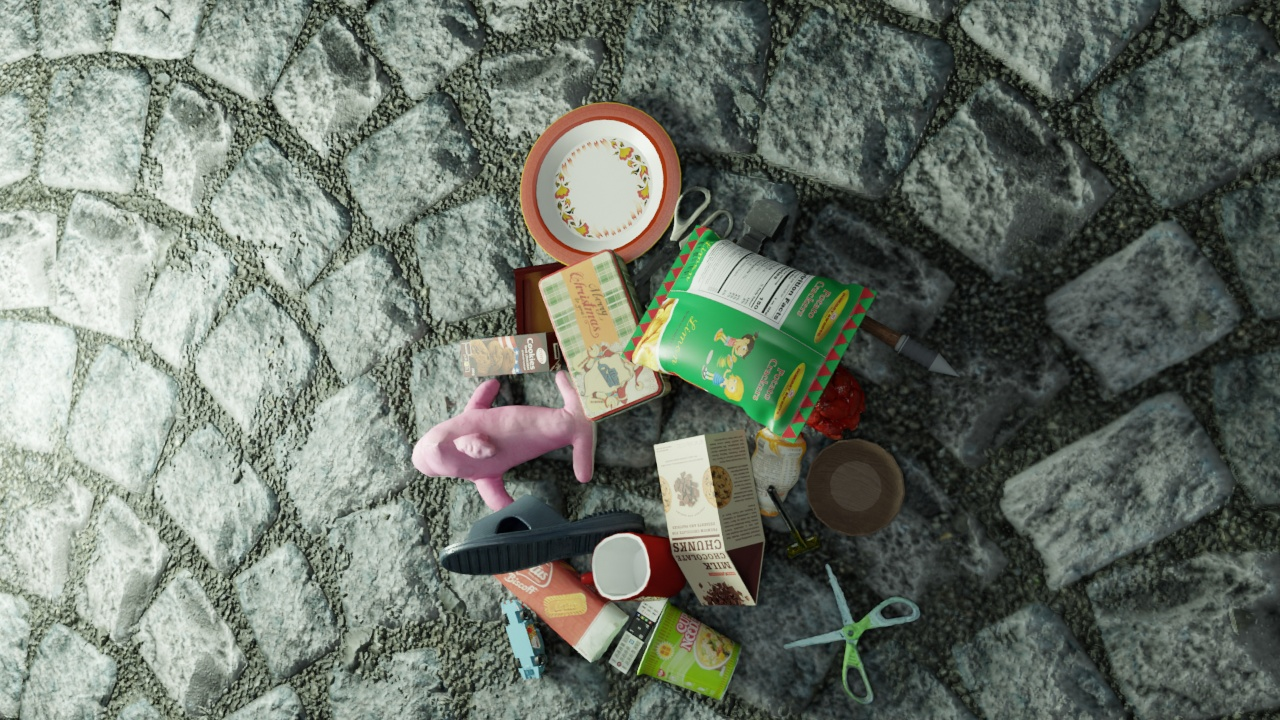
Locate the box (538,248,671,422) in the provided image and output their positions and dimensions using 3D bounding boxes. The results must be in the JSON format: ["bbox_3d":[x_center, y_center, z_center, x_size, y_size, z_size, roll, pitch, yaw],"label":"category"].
[{"bbox_3d":[-0.047,-0.031,1.186,0.118,0.050,0.205,-21,80,14],"label":"box"}]

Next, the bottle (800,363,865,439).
[{"bbox_3d":[0.213,0.040,1.111,0.111,0.099,0.099,37,99,-26],"label":"bottle"}]

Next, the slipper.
[{"bbox_3d":[-0.128,0.210,1.177,0.263,0.101,0.082,-9,60,-8],"label":"slipper"}]

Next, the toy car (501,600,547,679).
[{"bbox_3d":[-0.151,0.369,1.226,0.060,0.027,0.107,-27,79,48],"label":"toy car"}]

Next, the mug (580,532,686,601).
[{"bbox_3d":[-0.014,0.264,1.153,0.117,0.096,0.080,-19,68,26],"label":"mug"}]

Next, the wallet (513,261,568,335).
[{"bbox_3d":[-0.129,-0.077,1.262,0.092,0.018,0.115,-6,83,17],"label":"wallet"}]

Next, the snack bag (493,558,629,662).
[{"bbox_3d":[-0.123,0.298,1.222,0.225,0.041,0.077,37,99,15],"label":"snack bag"}]

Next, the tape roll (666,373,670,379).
[{"bbox_3d":[-0.007,0.007,1.212,0.094,0.027,0.094,-1,86,17],"label":"tape roll"}]

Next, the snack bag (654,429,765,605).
[{"bbox_3d":[0.090,0.196,1.127,0.095,0.069,0.206,-18,79,50],"label":"snack bag"}]

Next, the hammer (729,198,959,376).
[{"bbox_3d":[0.246,-0.065,1.137,0.322,0.043,0.156,32,96,14],"label":"hammer"}]

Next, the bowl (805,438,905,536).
[{"bbox_3d":[0.262,0.154,1.119,0.118,0.030,0.118,-1,86,17],"label":"bowl"}]

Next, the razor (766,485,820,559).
[{"bbox_3d":[0.179,0.194,1.119,0.042,0.026,0.106,-24,113,15],"label":"razor"}]

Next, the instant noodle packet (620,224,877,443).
[{"bbox_3d":[0.120,-0.040,1.084,0.253,0.090,0.195,26,83,31],"label":"instant noodle packet"}]

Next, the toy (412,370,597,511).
[{"bbox_3d":[-0.190,0.106,1.211,0.266,0.128,0.186,-13,78,10],"label":"toy"}]

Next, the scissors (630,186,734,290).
[{"bbox_3d":[0.040,-0.161,1.201,0.169,0.012,0.132,-14,96,5],"label":"scissors"}]

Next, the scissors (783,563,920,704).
[{"bbox_3d":[0.257,0.331,1.119,0.172,0.021,0.171,-18,84,19],"label":"scissors"}]

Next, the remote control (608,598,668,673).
[{"bbox_3d":[0.000,0.347,1.195,0.028,0.011,0.124,30,95,17],"label":"remote control"}]

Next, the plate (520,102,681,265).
[{"bbox_3d":[-0.054,-0.235,1.245,0.230,0.021,0.229,-1,86,17],"label":"plate"}]

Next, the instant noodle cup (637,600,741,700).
[{"bbox_3d":[0.064,0.364,1.137,0.108,0.099,0.099,22,93,10],"label":"instant noodle cup"}]

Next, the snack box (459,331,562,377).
[{"bbox_3d":[-0.177,-0.008,1.245,0.141,0.031,0.051,-4,93,28],"label":"snack box"}]

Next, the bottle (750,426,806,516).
[{"bbox_3d":[0.165,0.137,1.134,0.063,0.063,0.108,16,105,17],"label":"bottle"}]
